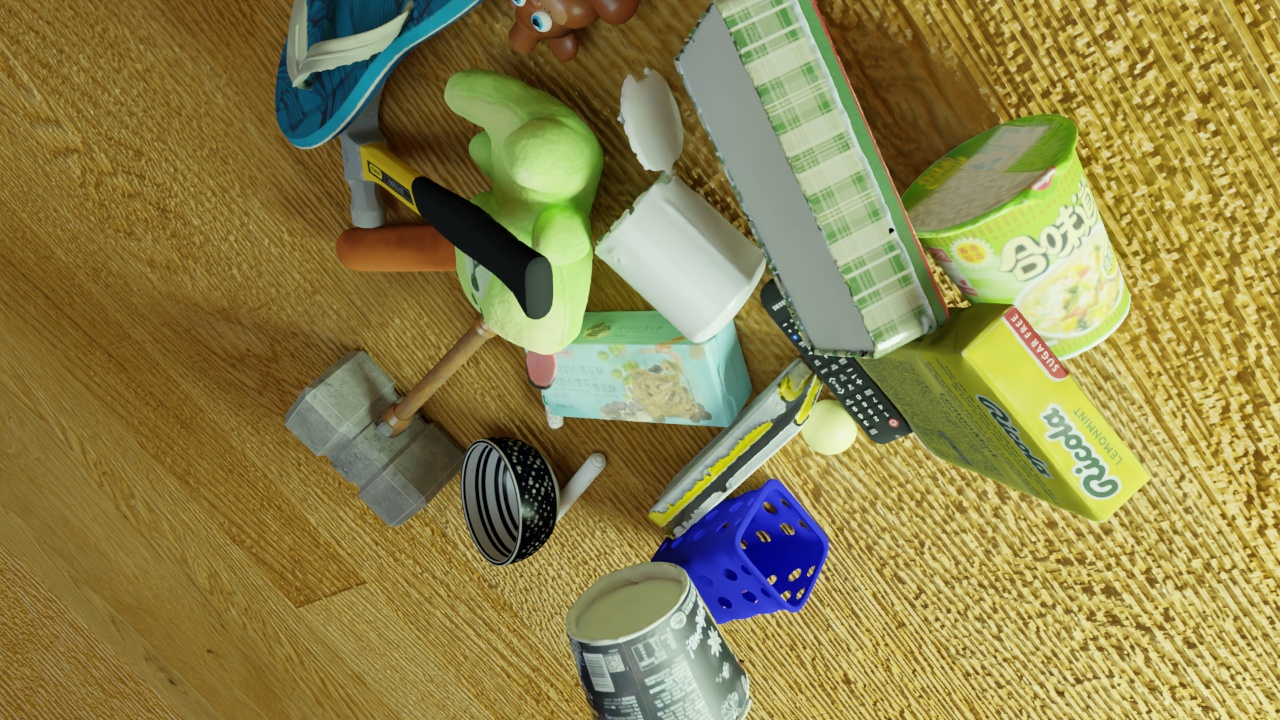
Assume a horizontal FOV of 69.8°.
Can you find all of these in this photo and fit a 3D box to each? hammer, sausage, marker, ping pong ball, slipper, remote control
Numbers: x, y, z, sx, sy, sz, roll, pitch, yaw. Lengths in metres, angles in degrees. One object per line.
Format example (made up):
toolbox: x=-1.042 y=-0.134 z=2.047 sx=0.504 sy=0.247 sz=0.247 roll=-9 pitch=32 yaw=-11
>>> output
hammer: x=-0.146 y=-0.111 z=0.637 sx=0.324 sy=0.029 sz=0.127 roll=36 pitch=135 yaw=47
sausage: x=-0.198 y=-0.095 z=0.776 sx=0.164 sy=0.044 sz=0.039 roll=3 pitch=100 yaw=32
marker: x=-0.082 y=-0.001 z=0.793 sx=0.017 sy=0.017 sz=0.146 roll=14 pitch=130 yaw=25
ping pong ball: x=0.137 y=0.048 z=0.667 sx=0.040 sy=0.040 sz=0.040 roll=18 pitch=132 yaw=21
hammer: x=-0.204 y=0.031 z=0.853 sx=0.162 sy=0.082 sz=0.319 roll=46 pitch=136 yaw=-6
marker: x=-0.066 y=0.125 z=0.881 sx=0.017 sy=0.020 sz=0.134 roll=46 pitch=137 yaw=8
slipper: x=-0.190 y=-0.237 z=0.610 sx=0.296 sy=0.060 sz=0.118 roll=-16 pitch=75 yaw=43
remote control: x=0.138 y=0.000 z=0.639 sx=0.147 sy=0.015 sz=0.033 roll=50 pitch=137 yaw=-6

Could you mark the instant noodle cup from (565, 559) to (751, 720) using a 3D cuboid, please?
instant noodle cup: x=0.008 y=0.233 z=0.726 sx=0.138 sy=0.136 sz=0.112 roll=-8 pitch=110 yaw=38

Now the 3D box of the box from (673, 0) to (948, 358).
box: x=0.090 y=-0.101 z=0.510 sx=0.205 sy=0.051 sz=0.118 roll=65 pitch=174 yaw=-4

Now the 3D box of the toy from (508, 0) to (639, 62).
toy: x=-0.051 y=-0.231 z=0.555 sx=0.095 sy=0.065 sz=0.128 roll=50 pitch=141 yaw=-6

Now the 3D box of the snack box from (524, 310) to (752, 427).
snack box: x=-0.004 y=0.004 z=0.719 sx=0.175 sy=0.053 sz=0.075 roll=1 pitch=124 yaw=32

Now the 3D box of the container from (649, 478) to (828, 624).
container: x=0.080 y=0.165 z=0.768 sx=0.084 sy=0.084 sz=0.114 roll=50 pitch=137 yaw=-10

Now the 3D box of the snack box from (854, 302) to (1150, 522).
snack box: x=0.196 y=0.020 z=0.539 sx=0.121 sy=0.045 sz=0.181 roll=48 pitch=177 yaw=-8

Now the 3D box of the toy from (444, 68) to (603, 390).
toy: x=-0.078 y=-0.097 z=0.652 sx=0.150 sy=0.107 sz=0.197 roll=48 pitch=151 yaw=32

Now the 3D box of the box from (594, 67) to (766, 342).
box: x=0.023 y=-0.099 z=0.601 sx=0.156 sy=0.084 sz=0.126 roll=40 pitch=137 yaw=-5

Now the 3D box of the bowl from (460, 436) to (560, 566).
bowl: x=-0.116 y=0.130 z=0.877 sx=0.120 sy=0.066 sz=0.120 roll=12 pitch=105 yaw=52

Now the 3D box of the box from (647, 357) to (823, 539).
box: x=0.071 y=0.074 z=0.716 sx=0.037 sy=0.064 sz=0.210 roll=39 pitch=136 yaw=1

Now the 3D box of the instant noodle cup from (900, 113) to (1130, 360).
instant noodle cup: x=0.209 y=-0.061 z=0.499 sx=0.099 sy=0.098 sz=0.108 roll=-18 pitch=121 yaw=42
